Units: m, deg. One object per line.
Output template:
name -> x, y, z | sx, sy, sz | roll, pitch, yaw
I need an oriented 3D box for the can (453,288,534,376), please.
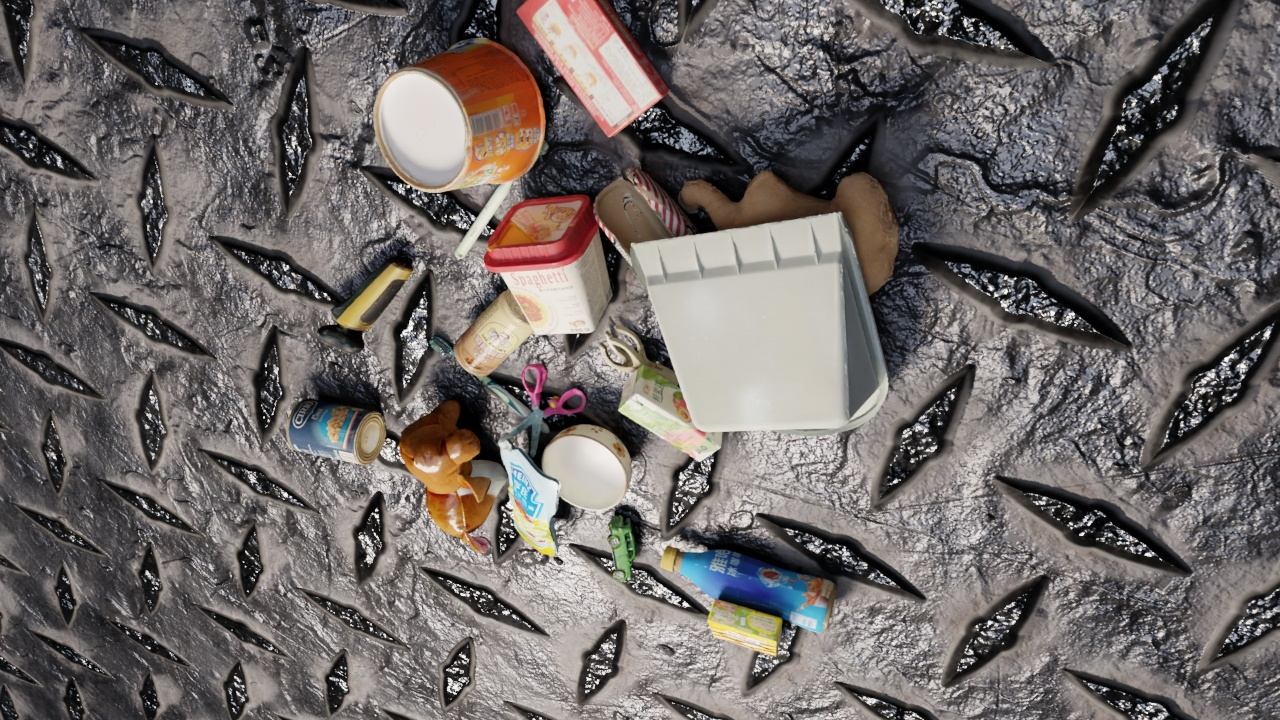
can -> -0.169, -0.034, 1.090 | 0.058, 0.058, 0.117 | 45, 125, -7

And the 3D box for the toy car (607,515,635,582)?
toy car -> -0.024, 0.248, 1.207 | 0.036, 0.043, 0.091 | -5, 111, -1

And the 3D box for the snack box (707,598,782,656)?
snack box -> 0.134, 0.339, 1.162 | 0.087, 0.033, 0.140 | 14, 156, 14

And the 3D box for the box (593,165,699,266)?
box -> 0.018, -0.120, 0.956 | 0.088, 0.076, 0.163 | -39, 102, 17

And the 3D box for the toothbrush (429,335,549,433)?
toothbrush -> -0.191, 0.032, 1.164 | 0.191, 0.018, 0.016 | 40, 125, -4

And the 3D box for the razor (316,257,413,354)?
razor -> -0.338, -0.069, 1.144 | 0.168, 0.062, 0.067 | -40, 67, 30

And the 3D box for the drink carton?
drink carton -> 0.035, 0.062, 1.049 | 0.122, 0.053, 0.046 | 32, 130, -19

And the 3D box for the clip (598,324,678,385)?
clip -> -0.003, 0.003, 1.062 | 0.072, 0.034, 0.100 | -34, 107, 32

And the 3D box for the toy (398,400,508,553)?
toy -> -0.239, 0.153, 1.207 | 0.130, 0.140, 0.200 | -15, 123, -17

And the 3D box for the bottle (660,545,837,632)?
bottle -> 0.132, 0.278, 1.150 | 0.219, 0.065, 0.065 | 14, 123, 15

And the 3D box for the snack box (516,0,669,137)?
snack box -> -0.046, -0.304, 0.900 | 0.075, 0.025, 0.153 | -30, 105, 34

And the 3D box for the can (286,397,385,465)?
can -> -0.415, 0.097, 1.259 | 0.111, 0.075, 0.075 | 9, 122, 16

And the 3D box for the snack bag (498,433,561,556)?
snack bag -> -0.140, 0.175, 1.173 | 0.110, 0.038, 0.191 | 48, 154, 30

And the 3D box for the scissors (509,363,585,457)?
scissors -> -0.133, 0.060, 1.148 | 0.135, 0.017, 0.113 | -35, 101, 25

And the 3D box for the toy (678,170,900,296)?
toy -> 0.140, -0.122, 0.906 | 0.226, 0.082, 0.143 | 8, 121, 23

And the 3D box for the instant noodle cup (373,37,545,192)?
instant noodle cup -> -0.188, -0.242, 0.929 | 0.151, 0.111, 0.151 | 13, 119, 24

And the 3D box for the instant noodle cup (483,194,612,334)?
instant noodle cup -> -0.090, -0.099, 0.994 | 0.116, 0.116, 0.124 | -2, 130, 23

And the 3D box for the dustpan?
dustpan -> 0.139, -0.020, 0.941 | 0.223, 0.142, 0.258 | -4, 105, 29

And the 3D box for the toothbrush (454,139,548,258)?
toothbrush -> -0.162, -0.178, 1.025 | 0.029, 0.020, 0.190 | 27, 128, -22

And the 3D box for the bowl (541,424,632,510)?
bowl -> -0.058, 0.124, 1.137 | 0.113, 0.062, 0.114 | 11, 123, 18
